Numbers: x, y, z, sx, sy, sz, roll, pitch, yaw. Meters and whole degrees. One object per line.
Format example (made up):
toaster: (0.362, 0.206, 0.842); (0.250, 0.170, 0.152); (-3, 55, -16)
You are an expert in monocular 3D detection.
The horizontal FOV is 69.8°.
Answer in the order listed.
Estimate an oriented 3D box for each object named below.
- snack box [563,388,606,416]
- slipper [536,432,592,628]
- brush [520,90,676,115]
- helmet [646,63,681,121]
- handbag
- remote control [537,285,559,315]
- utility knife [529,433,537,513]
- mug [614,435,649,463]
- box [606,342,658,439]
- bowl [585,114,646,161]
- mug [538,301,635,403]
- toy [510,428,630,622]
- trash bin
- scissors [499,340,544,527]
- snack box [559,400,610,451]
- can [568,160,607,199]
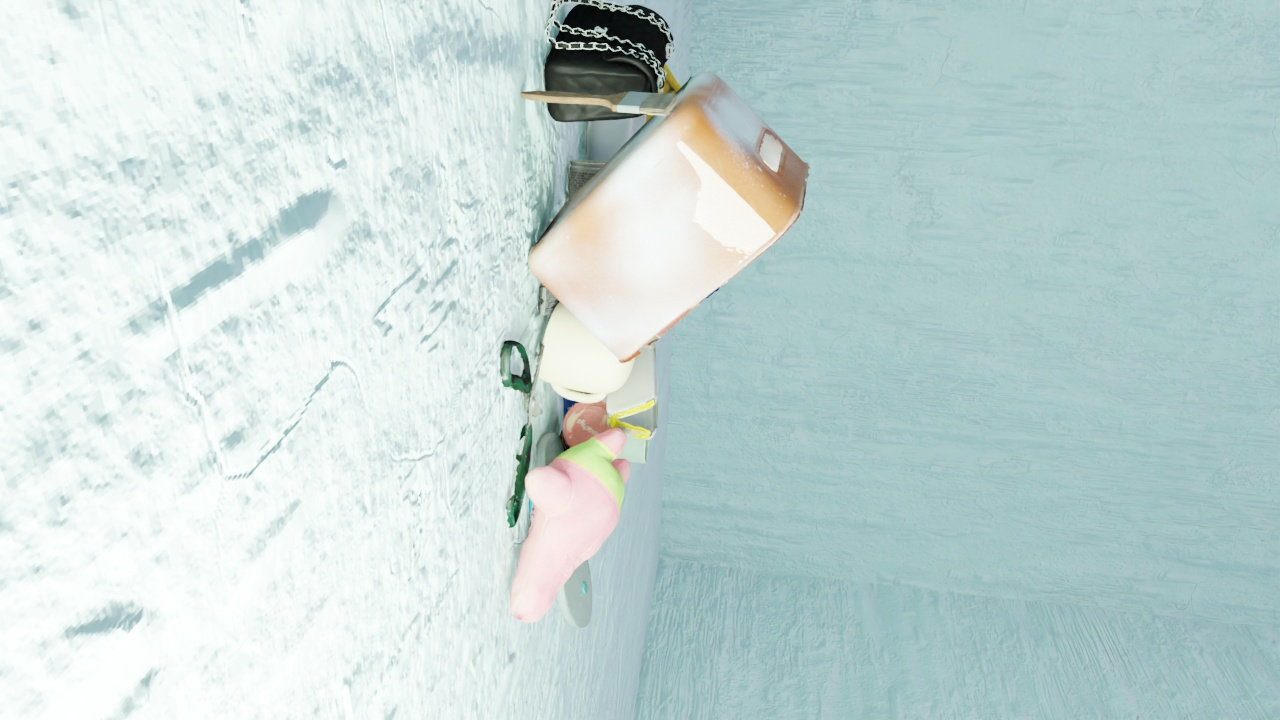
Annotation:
snack box: (-0.074, 0.015, 1.206); (0.207, 0.057, 0.056); (91, 8, -48)
slipper: (-0.109, 0.218, 1.127); (0.098, 0.055, 0.269); (-65, 149, -67)
brush: (-0.041, -0.238, 0.835); (0.045, 0.143, 0.008); (-62, 156, -54)
helmet: (0.034, -0.355, 1.418); (0.255, 0.131, 0.205); (52, 10, -2)
handbag: (-0.030, -0.329, 0.959); (0.153, 0.125, 0.115); (-78, 171, -49)
remote control: (-0.099, -0.073, 1.069); (0.136, 0.013, 0.033); (-51, 146, -80)
utility knife: (-0.123, 0.169, 1.063); (0.022, 0.015, 0.177); (-62, 155, -74)
mug: (-0.040, 0.104, 1.384); (0.111, 0.104, 0.084); (84, 13, -67)
box: (-0.010, 0.012, 1.145); (0.209, 0.067, 0.070); (-90, 177, -54)
bowl: (-0.036, -0.296, 1.238); (0.176, 0.066, 0.176); (7, 88, -85)
mug: (-0.058, -0.001, 1.062); (0.096, 0.100, 0.120); (-66, 171, -60)
toy: (-0.082, 0.182, 1.017); (0.236, 0.097, 0.192); (-61, 154, -32)
trash bin: (0.026, -0.152, 0.948); (0.260, 0.157, 0.181); (-38, -164, 30)
scissors: (-0.124, 0.061, 0.939); (0.204, 0.015, 0.201); (77, 20, -68)
snack box: (-0.066, 0.095, 1.162); (0.121, 0.072, 0.072); (119, -22, -75)
can: (-0.063, -0.177, 1.133); (0.054, 0.054, 0.136); (-64, 158, -75)
